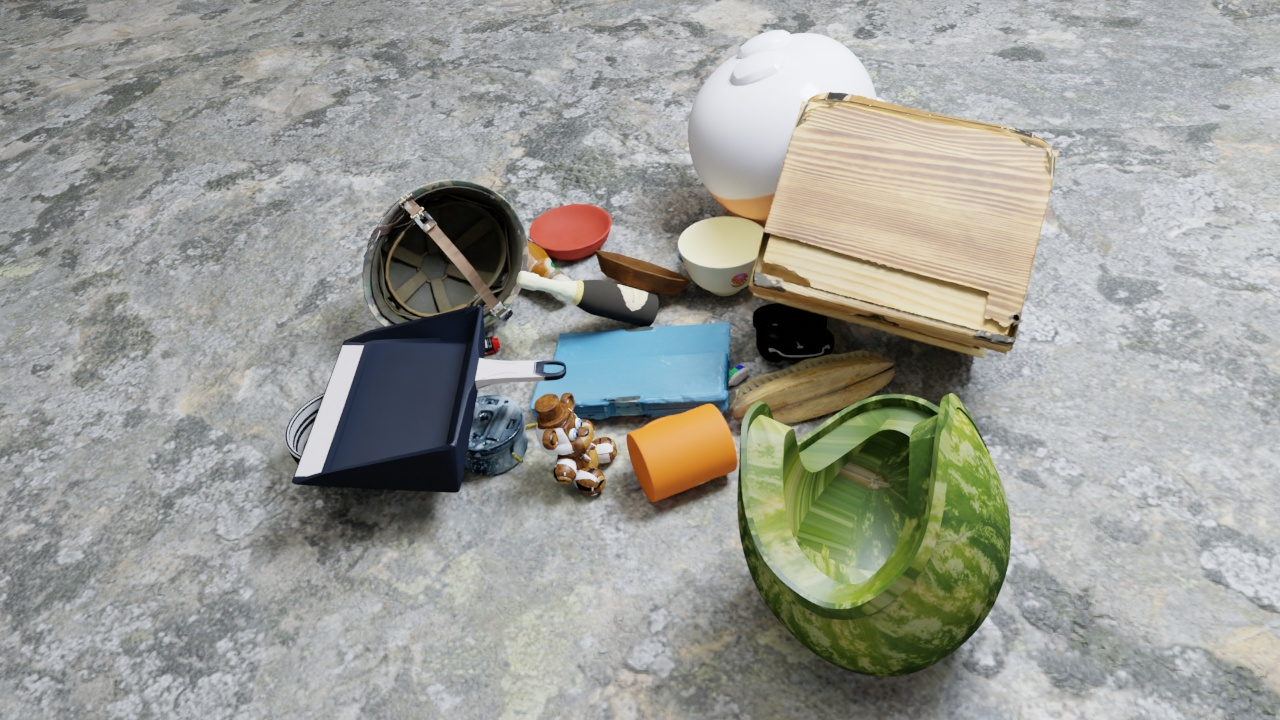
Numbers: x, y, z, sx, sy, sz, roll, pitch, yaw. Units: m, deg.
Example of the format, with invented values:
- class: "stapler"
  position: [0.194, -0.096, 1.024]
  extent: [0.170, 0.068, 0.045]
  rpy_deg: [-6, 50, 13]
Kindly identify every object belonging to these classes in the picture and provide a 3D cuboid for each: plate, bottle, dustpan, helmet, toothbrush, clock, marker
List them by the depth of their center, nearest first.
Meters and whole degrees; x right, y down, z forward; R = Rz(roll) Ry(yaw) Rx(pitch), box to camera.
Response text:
- class: "helmet"
  position: [0.201, 0.141, 0.782]
  extent: [0.214, 0.247, 0.243]
  rpy_deg: [-6, 78, 28]
- class: "dustpan"
  position: [-0.219, 0.029, 1.008]
  extent: [0.273, 0.080, 0.235]
  rpy_deg: [3, 40, -4]
- class: "clock"
  position: [-0.186, 0.084, 1.049]
  extent: [0.129, 0.052, 0.090]
  rpy_deg: [6, 43, 14]
- class: "toothbrush"
  position: [0.060, 0.057, 1.068]
  extent: [0.186, 0.015, 0.016]
  rpy_deg: [-35, 47, -26]
- class: "clock"
  position: [0.181, -0.030, 1.102]
  extent: [0.091, 0.043, 0.120]
  rpy_deg: [-4, 24, -5]
- class: "bottle"
  position: [-0.067, -0.082, 1.157]
  extent: [0.184, 0.045, 0.045]
  rpy_deg: [12, 35, -25]
- class: "helmet"
  position: [-0.251, -0.126, 1.183]
  extent: [0.223, 0.192, 0.237]
  rpy_deg: [-47, 17, -26]
- class: "marker"
  position: [-0.253, -0.006, 1.183]
  extent: [0.145, 0.021, 0.023]
  rpy_deg: [-14, 34, -6]
- class: "plate"
  position: [0.000, -0.115, 1.222]
  extent: [0.131, 0.025, 0.131]
  rpy_deg: [17, 11, -4]
- class: "bottle"
  position: [-0.152, -0.132, 1.281]
  extent: [0.059, 0.059, 0.167]
  rpy_deg: [-32, 46, -25]

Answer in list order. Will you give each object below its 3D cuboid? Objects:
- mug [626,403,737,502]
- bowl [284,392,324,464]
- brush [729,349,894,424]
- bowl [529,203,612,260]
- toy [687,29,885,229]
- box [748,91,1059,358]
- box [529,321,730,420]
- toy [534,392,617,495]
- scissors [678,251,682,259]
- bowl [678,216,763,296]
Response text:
- class: "mug"
  position: [0.037, 0.091, 0.990]
  extent: [0.096, 0.078, 0.112]
  rpy_deg: [-19, 30, -13]
- class: "bowl"
  position: [-0.336, 0.094, 1.050]
  extent: [0.120, 0.066, 0.120]
  rpy_deg: [-5, 41, 4]
- class: "brush"
  position: [0.193, 0.031, 1.043]
  extent: [0.195, 0.059, 0.043]
  rpy_deg: [-16, 31, -6]
- class: "bowl"
  position: [-0.100, -0.183, 1.349]
  extent: [0.122, 0.035, 0.121]
  rpy_deg: [-5, 41, 4]
- class: "toy"
  position: [0.206, -0.301, 1.255]
  extent: [0.266, 0.281, 0.262]
  rpy_deg: [-13, 36, 25]
- class: "box"
  position: [0.286, -0.158, 1.010]
  extent: [0.279, 0.259, 0.220]
  rpy_deg: [16, 13, 12]
- class: "box"
  position: [-0.007, 0.006, 1.114]
  extent: [0.232, 0.033, 0.174]
  rpy_deg: [-4, 36, 10]
- class: "toy"
  position: [-0.076, 0.085, 0.989]
  extent: [0.067, 0.113, 0.087]
  rpy_deg: [-3, 41, 23]
- class: "scissors"
  position: [0.115, -0.160, 1.307]
  extent: [0.127, 0.012, 0.137]
  rpy_deg: [-33, 48, -26]
- class: "bowl"
  position: [0.112, -0.129, 1.223]
  extent: [0.118, 0.074, 0.117]
  rpy_deg: [-5, 41, 4]
